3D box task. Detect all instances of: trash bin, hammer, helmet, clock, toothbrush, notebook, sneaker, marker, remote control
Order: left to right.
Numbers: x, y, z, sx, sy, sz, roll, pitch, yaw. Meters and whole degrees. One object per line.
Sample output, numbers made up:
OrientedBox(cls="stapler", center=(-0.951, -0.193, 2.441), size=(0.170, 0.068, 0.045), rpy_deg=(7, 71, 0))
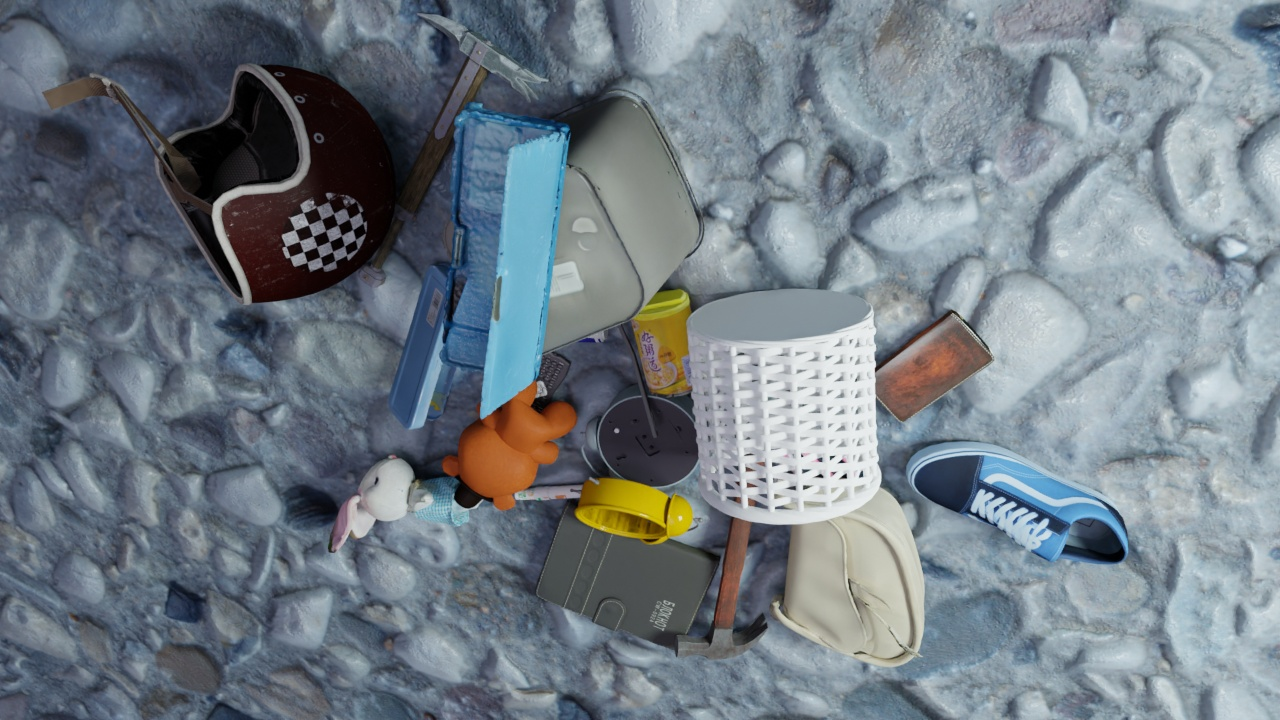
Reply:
OrientedBox(cls="helmet", center=(-0.380, -0.179, 0.917), size=(0.233, 0.253, 0.234), rpy_deg=(34, 146, 41))
OrientedBox(cls="hammer", center=(-0.238, -0.208, 0.995), size=(0.147, 0.028, 0.318), rpy_deg=(36, 116, 0))
OrientedBox(cls="remote control", center=(-0.126, 0.040, 1.098), size=(0.046, 0.009, 0.125), rpy_deg=(27, 117, -2))
OrientedBox(cls="marker", center=(-0.086, 0.164, 1.144), size=(0.146, 0.017, 0.017), rpy_deg=(-5, 114, 14))
OrientedBox(cls="trash bin", center=(-0.064, -0.127, 0.888), size=(0.198, 0.219, 0.197), rpy_deg=(-21, 109, 19))
OrientedBox(cls="notebook", center=(-0.022, 0.281, 1.183), size=(0.209, 0.029, 0.170), rpy_deg=(21, 116, 3))
OrientedBox(cls="toothbrush", center=(-0.006, 0.006, 1.023), size=(0.013, 0.012, 0.167), rpy_deg=(-16, 88, 11))
OrientedBox(cls="clock", center=(-0.005, 0.179, 1.088), size=(0.152, 0.052, 0.114), rpy_deg=(19, 155, -15))
OrientedBox(cls="clock", center=(0.003, 0.092, 1.077), size=(0.160, 0.045, 0.122), rpy_deg=(-27, 107, 23))
OrientedBox(cls="hammer", center=(0.115, 0.242, 1.121), size=(0.111, 0.028, 0.301), rpy_deg=(3, 114, -8))
OrientedBox(cls="sneaker", center=(0.413, 0.160, 0.995), size=(0.241, 0.098, 0.084), rpy_deg=(18, 117, 3))

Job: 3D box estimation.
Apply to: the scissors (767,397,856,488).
OrientedBox(cls="scissors", center=(0.162, 0.107, 1.069), size=(0.179, 0.016, 0.108), rpy_deg=(42, 116, -10))

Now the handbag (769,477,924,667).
OrientedBox(cls="handbag", center=(0.237, 0.255, 1.057), size=(0.184, 0.131, 0.229), rpy_deg=(4, 117, 13))

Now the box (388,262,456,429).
OrientedBox(cls="box", center=(-0.241, -0.017, 1.089), size=(0.069, 0.063, 0.210), rpy_deg=(41, 120, 32))

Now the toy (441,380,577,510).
OrientedBox(cls="toy", center=(-0.160, 0.103, 1.079), size=(0.112, 0.096, 0.176), rpy_deg=(39, 91, -8))

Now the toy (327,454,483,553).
OrientedBox(cls="toy", center=(-0.289, 0.168, 1.150), size=(0.205, 0.131, 0.105), rpy_deg=(-12, 92, 3))

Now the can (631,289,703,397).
OrientedBox(cls="can", center=(0.029, -0.020, 1.005), size=(0.068, 0.067, 0.105), rpy_deg=(-8, 113, 15))

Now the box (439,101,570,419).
OrientedBox(cls="box", center=(-0.122, -0.076, 0.738), size=(0.094, 0.110, 0.232), rpy_deg=(13, 117, 4))

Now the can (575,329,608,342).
OrientedBox(cls="can", center=(-0.085, -0.037, 1.041), size=(0.095, 0.032, 0.032), rpy_deg=(1, 115, 11))

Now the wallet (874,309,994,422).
OrientedBox(cls="wallet", center=(0.309, 0.008, 0.988), size=(0.072, 0.019, 0.123), rpy_deg=(45, 115, -11))

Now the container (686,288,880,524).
OrientedBox(cls="container", center=(0.146, 0.040, 0.938), size=(0.189, 0.189, 0.187), rpy_deg=(-2, 109, 12))
